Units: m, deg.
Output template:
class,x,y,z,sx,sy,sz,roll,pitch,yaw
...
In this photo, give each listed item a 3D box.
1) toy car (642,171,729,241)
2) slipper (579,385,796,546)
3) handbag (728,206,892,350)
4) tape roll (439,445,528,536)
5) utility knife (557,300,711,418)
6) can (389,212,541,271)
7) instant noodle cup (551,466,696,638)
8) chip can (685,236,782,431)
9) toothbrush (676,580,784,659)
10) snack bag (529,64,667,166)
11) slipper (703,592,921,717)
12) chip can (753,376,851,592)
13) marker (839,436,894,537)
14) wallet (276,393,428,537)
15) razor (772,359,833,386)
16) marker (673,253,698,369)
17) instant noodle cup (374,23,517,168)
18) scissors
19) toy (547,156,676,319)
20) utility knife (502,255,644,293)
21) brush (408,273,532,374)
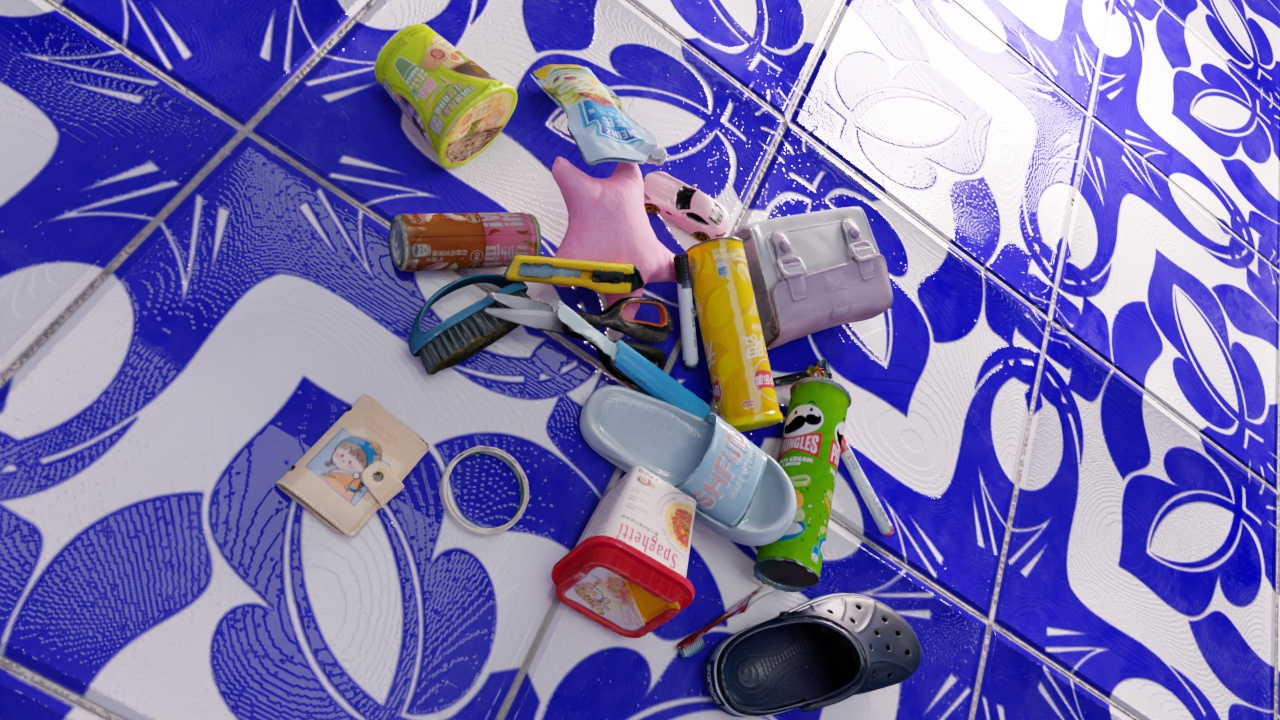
class,x,y,z,sx,sy,sz,roll,pitch,yaw
toy car,0.054,-0.188,1.112,0.122,0.037,0.056,26,57,-14
slipper,0.053,0.094,0.940,0.245,0.074,0.103,28,57,5
handbag,0.206,-0.104,1.123,0.196,0.099,0.145,-15,82,-31
tape roll,-0.149,0.125,0.880,0.085,0.014,0.085,11,64,-23
utility knife,-0.006,0.006,0.968,0.225,0.018,0.034,38,63,-29
can,-0.180,-0.123,0.946,0.147,0.058,0.058,-6,72,-30
instant noodle cup,-0.007,0.179,0.879,0.116,0.117,0.124,32,46,-12
chip can,0.104,-0.028,1.033,0.072,0.072,0.213,-3,76,-29
toothbrush,0.110,0.258,0.957,0.187,0.016,0.017,-23,97,-34
snack bag,-0.049,-0.278,1.049,0.110,0.039,0.191,1,41,-38
slipper,0.185,0.296,0.935,0.252,0.095,0.105,-4,73,-25
chip can,0.180,0.132,1.006,0.072,0.072,0.235,29,55,-14
marker,0.260,0.141,1.087,0.017,0.017,0.145,-21,80,-33
wallet,-0.256,0.097,0.833,0.087,0.024,0.114,38,55,-2
razor,0.178,0.023,1.092,0.142,0.022,0.042,-7,70,-30
marker,0.051,-0.055,1.034,0.022,0.018,0.131,-10,96,-51
instant noodle cup,-0.214,-0.289,0.977,0.123,0.112,0.111,45,55,5
scissors,-0.060,-0.021,0.949,0.234,0.022,0.152,-15,105,-33
toy,-0.041,-0.135,1.002,0.178,0.075,0.194,-37,108,-35
utility knife,-0.066,-0.088,0.949,0.156,0.015,0.033,2,99,-24
brush,-0.172,-0.046,0.918,0.143,0.055,0.073,-33,88,-34
